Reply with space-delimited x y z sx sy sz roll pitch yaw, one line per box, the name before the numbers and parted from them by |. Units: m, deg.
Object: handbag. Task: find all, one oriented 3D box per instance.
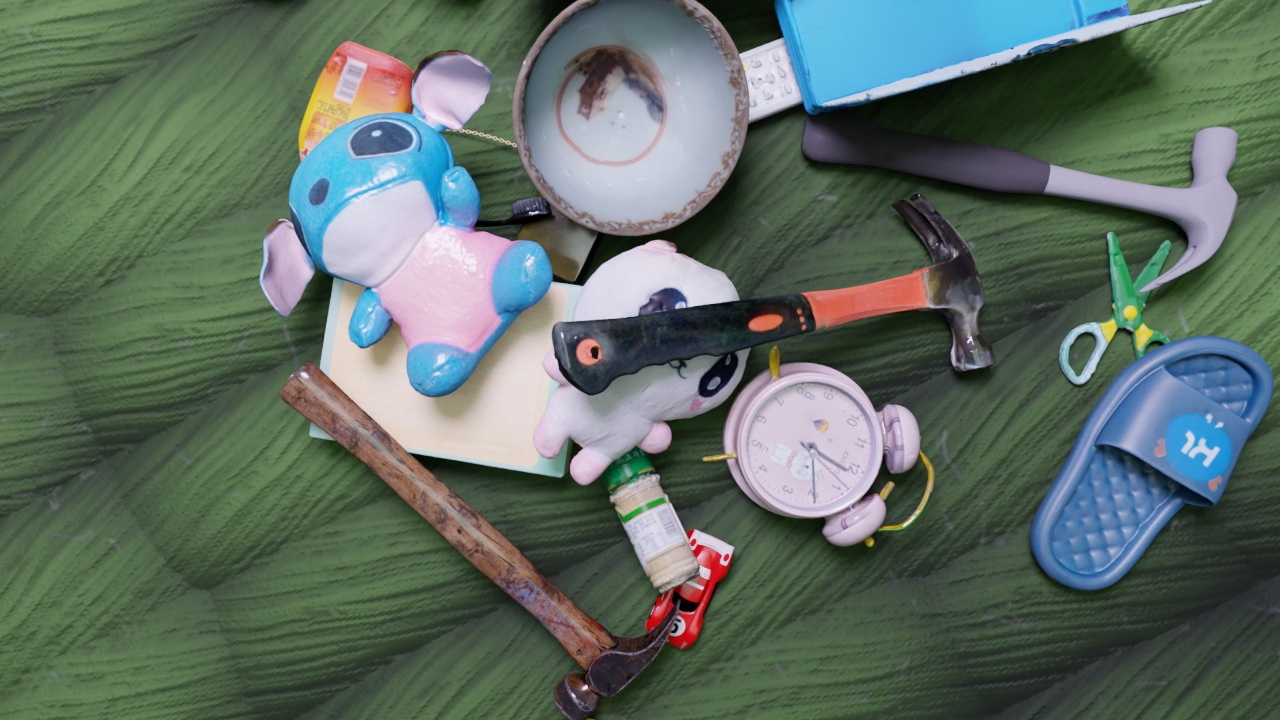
handbag | -0.112 -0.126 0.701 0.178 0.027 0.084 25 93 7

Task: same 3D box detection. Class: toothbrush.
toothbrush | -0.157 -0.102 0.692 0.188 0.014 0.017 -7 75 12

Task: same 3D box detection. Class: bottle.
bottle | -0.218 -0.164 0.688 0.071 0.048 0.134 21 91 3
bottle | 0.006 0.114 0.673 0.043 0.042 0.110 -27 75 2

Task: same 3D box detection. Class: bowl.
bowl | -0.014 -0.175 0.639 0.159 0.094 0.160 -5 111 -12

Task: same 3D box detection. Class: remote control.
remote control | 0.089 -0.207 0.687 0.133 0.022 0.050 -20 90 3

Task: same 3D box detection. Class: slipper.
slipper | 0.363 0.074 0.657 0.104 0.059 0.214 36 97 -3

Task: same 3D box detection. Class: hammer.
hammer | 0.098 -0.030 0.615 0.332 0.033 0.133 -12 91 -24
hammer | 0.272 -0.134 0.672 0.311 0.029 0.125 12 81 4
hammer | -0.121 0.118 0.666 0.330 0.033 0.120 44 101 -6

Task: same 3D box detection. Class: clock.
clock | 0.136 0.069 0.670 0.158 0.059 0.117 29 92 1

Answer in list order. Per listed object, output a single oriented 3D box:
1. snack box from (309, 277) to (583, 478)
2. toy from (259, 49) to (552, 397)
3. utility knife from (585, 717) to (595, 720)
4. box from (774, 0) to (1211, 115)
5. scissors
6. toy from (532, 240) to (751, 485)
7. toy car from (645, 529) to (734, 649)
snack box | -0.139 0.002 0.688 0.193 0.044 0.141 9 91 2
toy | -0.148 -0.089 0.622 0.224 0.098 0.191 -45 87 13
utility knife | 0.030 0.314 0.693 0.174 0.028 0.020 25 97 1
box | 0.231 -0.242 0.623 0.243 0.114 0.114 -17 90 -5
scissors | 0.353 -0.035 0.683 0.112 0.012 0.131 -14 91 3
toy | -0.004 0.004 0.644 0.139 0.101 0.179 44 77 -28
toy car | 0.037 0.172 0.691 0.038 0.025 0.089 24 92 2
